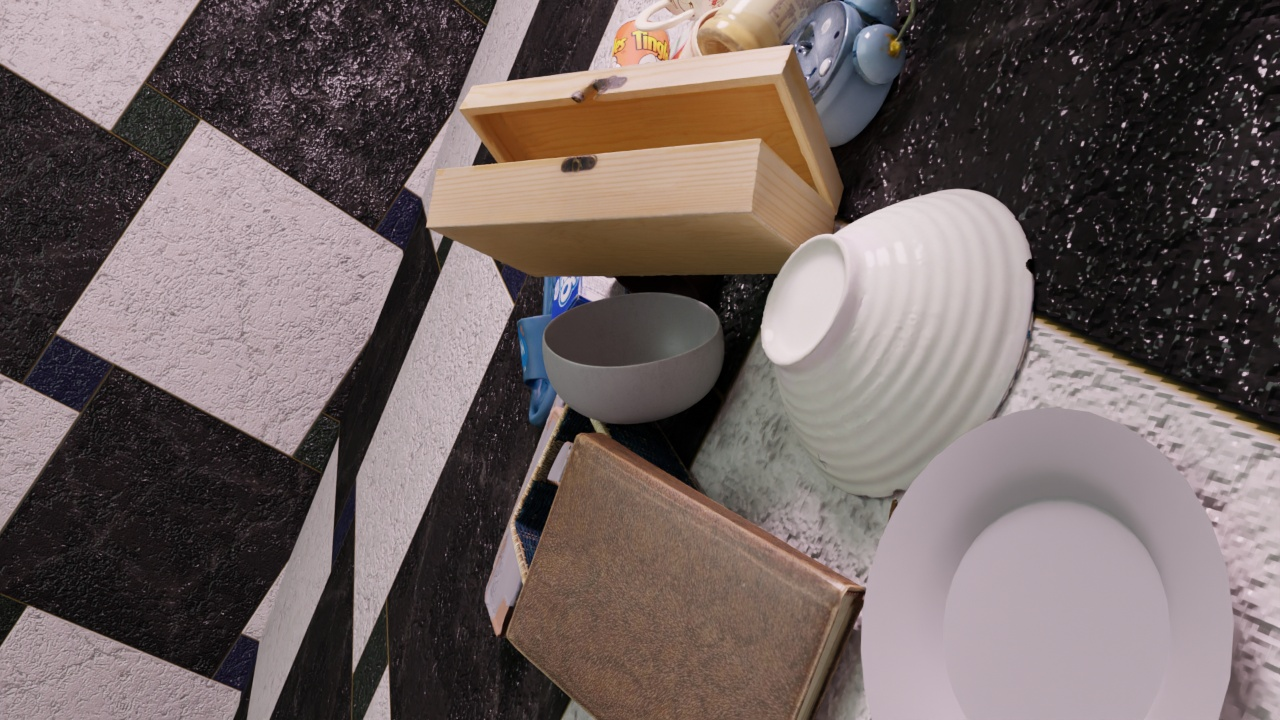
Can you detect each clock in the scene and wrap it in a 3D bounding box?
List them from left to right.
[{"bbox_3d":[0.136,-0.198,0.612,0.125,0.051,0.088,-46,32,43],"label":"clock"}]

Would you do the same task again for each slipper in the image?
[{"bbox_3d":[-0.104,-0.034,0.983,0.104,0.059,0.213,142,134,-70],"label":"slipper"}]

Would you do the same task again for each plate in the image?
[{"bbox_3d":[0.154,0.105,0.366,0.173,0.019,0.172,-48,31,42],"label":"plate"}]

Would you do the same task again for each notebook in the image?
[{"bbox_3d":[0.022,0.127,0.522,0.216,0.034,0.190,27,99,43],"label":"notebook"}]

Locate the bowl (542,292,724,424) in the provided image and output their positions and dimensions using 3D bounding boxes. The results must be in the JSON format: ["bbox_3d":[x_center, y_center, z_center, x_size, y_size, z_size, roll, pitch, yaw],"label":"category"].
[{"bbox_3d":[-0.004,0.004,0.682,0.131,0.131,0.064,-121,22,-62],"label":"bowl"}]

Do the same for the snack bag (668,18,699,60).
[{"bbox_3d":[0.046,-0.248,0.851,0.077,0.036,0.116,170,110,-70],"label":"snack bag"}]

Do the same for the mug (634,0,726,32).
[{"bbox_3d":[0.049,-0.347,0.869,0.122,0.081,0.097,-29,37,-2],"label":"mug"}]

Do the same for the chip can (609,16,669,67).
[{"bbox_3d":[-0.008,-0.269,0.975,0.062,0.062,0.210,-38,39,52],"label":"chip can"}]

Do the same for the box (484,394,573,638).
[{"bbox_3d":[-0.096,0.138,0.876,0.217,0.058,0.154,-69,22,15],"label":"box"}]

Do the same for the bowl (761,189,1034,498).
[{"bbox_3d":[0.114,-0.021,0.492,0.178,0.071,0.177,-49,30,41],"label":"bowl"}]

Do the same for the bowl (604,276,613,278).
[{"bbox_3d":[0.009,-0.141,0.807,0.150,0.057,0.150,12,-91,-77],"label":"bowl"}]

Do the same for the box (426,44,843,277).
[{"bbox_3d":[0.000,-0.127,0.623,0.249,0.140,0.122,4,84,33],"label":"box"}]

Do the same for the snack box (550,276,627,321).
[{"bbox_3d":[-0.047,-0.094,0.899,0.059,0.059,0.226,-51,23,29],"label":"snack box"}]

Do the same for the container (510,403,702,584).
[{"bbox_3d":[-0.027,0.124,0.690,0.145,0.071,0.187,-64,24,15],"label":"container"}]

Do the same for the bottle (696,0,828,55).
[{"bbox_3d":[0.112,-0.275,0.668,0.162,0.056,0.056,-49,22,-7],"label":"bottle"}]

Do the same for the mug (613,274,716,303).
[{"bbox_3d":[0.030,-0.093,0.750,0.088,0.087,0.114,-60,-9,-19],"label":"mug"}]

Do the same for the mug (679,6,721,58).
[{"bbox_3d":[0.069,-0.209,0.749,0.105,0.085,0.111,-45,61,63],"label":"mug"}]
